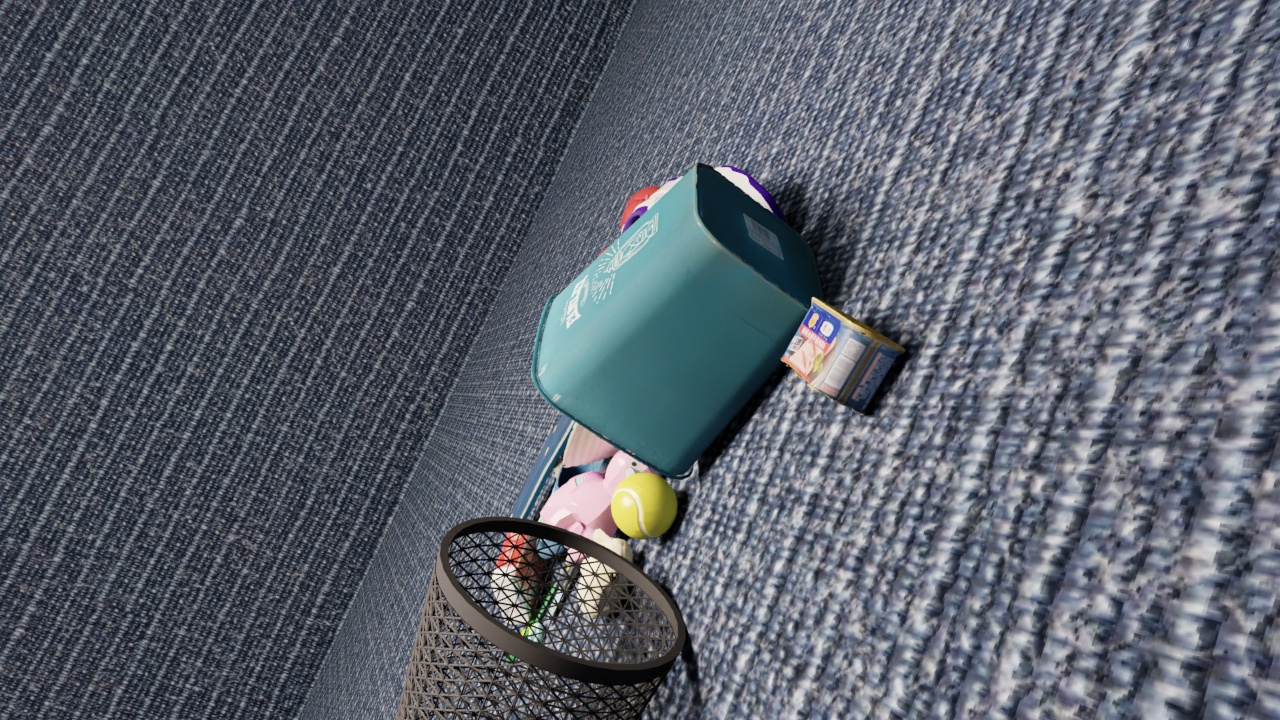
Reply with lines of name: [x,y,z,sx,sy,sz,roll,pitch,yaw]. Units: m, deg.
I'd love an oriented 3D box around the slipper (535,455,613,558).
slipper: [-0.079,0.154,1.160,0.214,0.059,0.103,-57,15,15]

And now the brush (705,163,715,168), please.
brush: [0.021,-0.149,1.193,0.272,0.077,0.062,-41,-2,4]

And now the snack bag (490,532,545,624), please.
snack bag: [-0.155,0.269,1.169,0.115,0.036,0.077,-79,-22,-61]

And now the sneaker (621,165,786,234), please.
sneaker: [0.056,-0.149,1.029,0.111,0.092,0.244,-39,24,-16]

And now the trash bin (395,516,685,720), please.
trash bin: [-0.109,0.296,0.790,0.217,0.217,0.243,-119,50,-71]

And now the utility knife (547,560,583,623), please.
utility knife: [-0.067,0.221,1.090,0.203,0.020,0.029,-64,14,0]

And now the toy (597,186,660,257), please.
toy: [0.000,-0.165,1.351,0.217,0.098,0.147,127,154,-48]

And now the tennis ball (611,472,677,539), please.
tennis ball: [0.004,0.143,0.902,0.065,0.065,0.065,-55,18,27]

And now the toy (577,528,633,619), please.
toy: [-0.036,0.222,0.933,0.087,0.050,0.112,-65,24,10]

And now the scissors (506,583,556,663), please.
scissors: [-0.135,0.331,1.138,0.125,0.011,0.131,-61,13,7]

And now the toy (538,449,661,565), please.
toy: [-0.042,0.150,1.015,0.157,0.067,0.123,-45,10,2]

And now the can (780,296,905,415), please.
can: [0.150,-0.004,0.697,0.059,0.054,0.099,-62,16,10]

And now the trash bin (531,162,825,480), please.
trash bin: [0.042,-0.045,0.877,0.219,0.199,0.196,-46,22,29]

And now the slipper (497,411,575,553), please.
slipper: [-0.120,0.158,1.279,0.296,0.060,0.118,-60,12,29]

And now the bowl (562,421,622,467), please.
bowl: [-0.020,0.055,1.048,0.177,0.071,0.177,28,-93,-85]
